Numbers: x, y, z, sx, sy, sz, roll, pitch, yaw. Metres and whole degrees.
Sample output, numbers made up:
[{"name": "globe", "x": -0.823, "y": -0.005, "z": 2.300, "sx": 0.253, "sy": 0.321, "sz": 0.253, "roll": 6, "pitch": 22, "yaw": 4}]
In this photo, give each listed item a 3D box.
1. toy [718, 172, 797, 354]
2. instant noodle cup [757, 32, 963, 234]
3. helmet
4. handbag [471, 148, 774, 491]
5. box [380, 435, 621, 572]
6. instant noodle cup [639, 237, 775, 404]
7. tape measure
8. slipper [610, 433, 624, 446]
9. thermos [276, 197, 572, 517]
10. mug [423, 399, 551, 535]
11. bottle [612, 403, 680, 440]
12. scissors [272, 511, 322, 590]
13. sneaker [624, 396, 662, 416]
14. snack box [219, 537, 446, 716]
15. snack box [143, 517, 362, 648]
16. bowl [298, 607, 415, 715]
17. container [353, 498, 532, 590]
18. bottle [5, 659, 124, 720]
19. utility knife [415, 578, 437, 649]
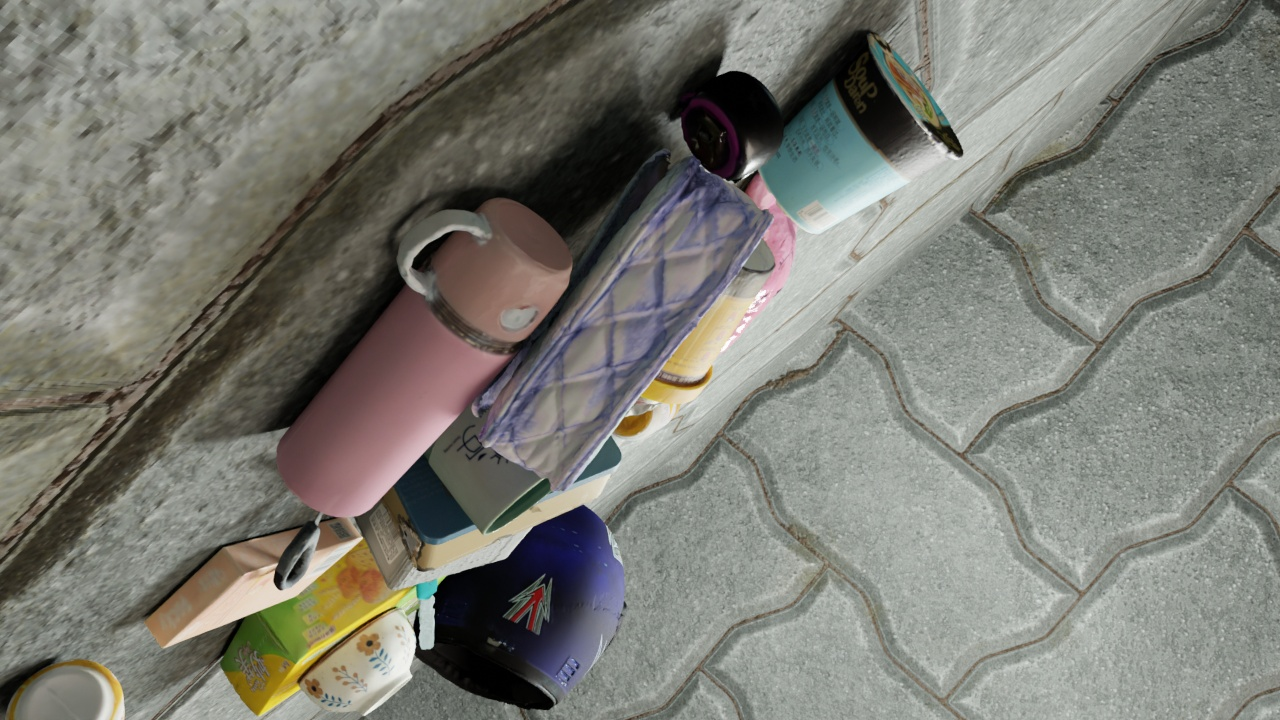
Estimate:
[{"name": "toy", "x": 0.093, "y": -0.077, "z": 0.834, "sx": 0.178, "sy": 0.074, "sz": 0.194, "roll": -63, "pitch": 165, "yaw": 6}, {"name": "instant noodle cup", "x": 0.154, "y": -0.159, "z": 0.679, "sx": 0.121, "sy": 0.111, "sz": 0.111, "roll": -36, "pitch": 174, "yaw": 31}, {"name": "helmet", "x": -0.148, "y": 0.289, "z": 1.155, "sx": 0.239, "sy": 0.247, "sz": 0.316, "roll": -64, "pitch": -173, "yaw": -30}, {"name": "handbag", "x": -0.014, "y": -0.027, "z": 0.515, "sx": 0.194, "sy": 0.075, "sz": 0.134, "roll": -52, "pitch": -174, "yaw": 4}, {"name": "box", "x": -0.101, "y": 0.084, "z": 0.697, "sx": 0.183, "sy": 0.089, "sz": 0.060, "roll": -23, "pitch": 154, "yaw": -30}, {"name": "instant noodle cup", "x": 0.024, "y": -0.049, "z": 0.643, "sx": 0.115, "sy": 0.118, "sz": 0.118, "roll": -53, "pitch": 165, "yaw": 29}, {"name": "tape measure", "x": 0.049, "y": -0.131, "z": 0.517, "sx": 0.039, "sy": 0.057, "sz": 0.058, "roll": -37, "pitch": 162, "yaw": -23}, {"name": "slipper", "x": -0.093, "y": 0.108, "z": 0.991, "sx": 0.114, "sy": 0.054, "sz": 0.274, "roll": -43, "pitch": 160, "yaw": 20}, {"name": "thermos", "x": -0.121, "y": 0.000, "z": 0.475, "sx": 0.087, "sy": 0.067, "sz": 0.199, "roll": 13, "pitch": 132, "yaw": -46}, {"name": "mug", "x": -0.093, "y": 0.042, "z": 0.622, "sx": 0.111, "sy": 0.106, "sz": 0.082, "roll": -38, "pitch": 169, "yaw": -4}, {"name": "bottle", "x": 0.008, "y": 0.050, "z": 1.077, "sx": 0.068, "sy": 0.068, "sz": 0.189, "roll": -42, "pitch": 174, "yaw": 13}, {"name": "scissors", "x": -0.207, "y": 0.090, "z": 0.626, "sx": 0.181, "sy": 0.014, "sz": 0.159, "roll": -56, "pitch": 178, "yaw": 19}, {"name": "sneaker", "x": -0.005, "y": 0.005, "z": 0.837, "sx": 0.119, "sy": 0.088, "sz": 0.240, "roll": -46, "pitch": 167, "yaw": 32}, {"name": "snack box", "x": -0.288, "y": 0.240, "z": 0.903, "sx": 0.209, "sy": 0.070, "sz": 0.158, "roll": -28, "pitch": 165, "yaw": -47}, {"name": "snack box", "x": -0.284, "y": 0.162, "z": 0.692, "sx": 0.084, "sy": 0.026, "sz": 0.157, "roll": -41, "pitch": 170, "yaw": 9}, {"name": "bowl", "x": -0.258, "y": 0.295, "z": 0.873, "sx": 0.113, "sy": 0.062, "sz": 0.113, "roll": -39, "pitch": 171, "yaw": -7}, {"name": "container", "x": -0.164, "y": 0.127, "z": 0.763, "sx": 0.114, "sy": 0.090, "sz": 0.090, "roll": -12, "pitch": 150, "yaw": -44}, {"name": "bottle", "x": -0.373, "y": 0.237, "z": 0.599, "sx": 0.063, "sy": 0.063, "sz": 0.109, "roll": -31, "pitch": 168, "yaw": -39}, {"name": "utility knife", "x": -0.199, "y": 0.190, "z": 0.860, "sx": 0.029, "sy": 0.013, "sz": 0.217, "roll": -22, "pitch": 128, "yaw": -43}]
